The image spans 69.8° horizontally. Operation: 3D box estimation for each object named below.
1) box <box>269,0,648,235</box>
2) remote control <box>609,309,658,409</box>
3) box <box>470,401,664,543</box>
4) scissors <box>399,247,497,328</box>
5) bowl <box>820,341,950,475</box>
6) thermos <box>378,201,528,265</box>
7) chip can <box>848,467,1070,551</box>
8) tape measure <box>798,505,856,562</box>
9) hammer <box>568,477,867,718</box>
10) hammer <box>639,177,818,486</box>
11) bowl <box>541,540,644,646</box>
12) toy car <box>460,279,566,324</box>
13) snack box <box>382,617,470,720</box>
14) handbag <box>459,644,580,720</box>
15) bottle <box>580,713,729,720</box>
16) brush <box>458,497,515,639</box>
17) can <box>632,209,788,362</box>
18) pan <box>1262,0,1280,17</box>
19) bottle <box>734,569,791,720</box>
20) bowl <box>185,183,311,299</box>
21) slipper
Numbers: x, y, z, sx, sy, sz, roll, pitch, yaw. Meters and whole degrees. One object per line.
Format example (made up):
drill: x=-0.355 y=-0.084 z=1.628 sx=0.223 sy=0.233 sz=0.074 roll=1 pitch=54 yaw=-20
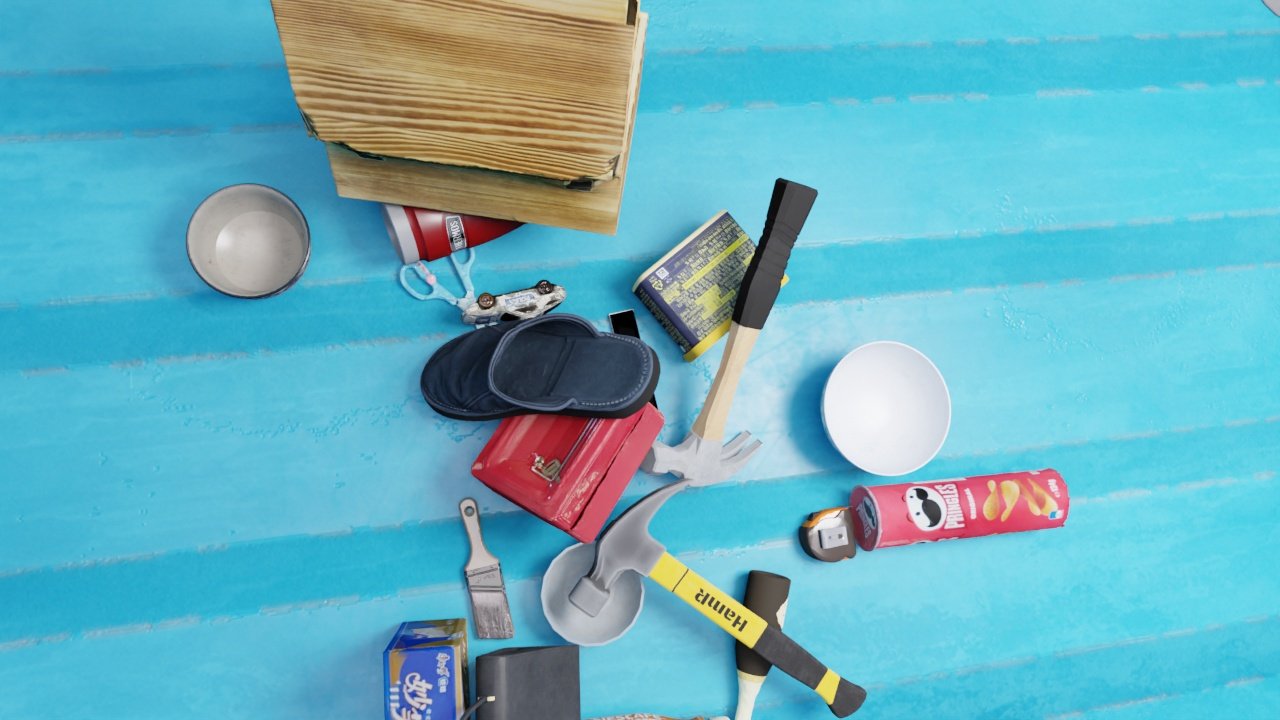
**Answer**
box: x=-0.134 y=-0.291 z=0.794 sx=0.279 sy=0.337 sz=0.285 roll=9 pitch=58 yaw=-2
remote control: x=-0.006 y=0.006 z=1.004 sx=0.028 sy=0.012 sz=0.124 roll=-13 pitch=86 yaw=-11
box: x=-0.069 y=0.087 z=0.917 sx=0.157 sy=0.130 sz=0.097 roll=-56 pitch=139 yaw=-13
scissors: x=-0.182 y=-0.076 z=0.985 sx=0.142 sy=0.015 sz=0.095 roll=38 pitch=78 yaw=-10
bowl: x=0.257 y=0.055 z=1.012 sx=0.144 sy=0.074 sz=0.144 roll=1 pitch=83 yaw=-10
thermos: x=-0.170 y=-0.174 z=0.962 sx=0.198 sy=0.084 sz=0.108 roll=-21 pitch=53 yaw=-16
chip can: x=0.355 y=0.164 z=1.020 sx=0.233 sy=0.073 sz=0.073 roll=-4 pitch=84 yaw=-11
tape measure: x=0.207 y=0.192 z=1.006 sx=0.058 sy=0.038 sz=0.058 roll=-4 pitch=84 yaw=-11
hammer: x=0.098 y=0.259 z=0.937 sx=0.324 sy=0.034 sz=0.169 roll=36 pitch=82 yaw=-5
hammer: x=0.104 y=-0.023 z=0.939 sx=0.131 sy=0.039 sz=0.329 roll=8 pitch=109 yaw=-33
bowl: x=-0.052 y=0.240 z=0.955 sx=0.106 sy=0.039 sz=0.106 roll=1 pitch=83 yaw=-10
toy car: x=-0.133 y=-0.054 z=0.965 sx=0.112 sy=0.049 sz=0.040 roll=-14 pitch=83 yaw=-18
snack box: x=-0.195 y=0.357 z=0.857 sx=0.069 sy=0.155 sz=0.202 roll=-2 pitch=84 yaw=-9
handbag: x=-0.121 y=0.349 z=0.821 sx=0.072 sy=0.195 sz=0.175 roll=-7 pitch=73 yaw=16
bottle: x=0.012 y=0.391 z=0.939 sx=0.167 sy=0.059 sz=0.059 roll=-3 pitch=84 yaw=-11
brush: x=-0.164 y=0.216 z=0.952 sx=0.039 sy=0.012 sz=0.151 roll=-12 pitch=86 yaw=-11
can: x=0.073 y=-0.081 z=0.997 sx=0.135 sy=0.075 sz=0.104 roll=-40 pitch=89 yaw=-12
pan: x=0.952 y=-0.545 z=1.227 sx=0.354 sy=0.024 sz=0.216 roll=-10 pitch=85 yaw=-11
bottle: x=0.120 y=0.319 z=0.974 sx=0.045 sy=0.045 sz=0.184 roll=12 pitch=85 yaw=-8
bowl: x=-0.388 y=-0.114 z=0.926 sx=0.115 sy=0.059 sz=0.115 roll=1 pitch=83 yaw=-10
slipper: x=-0.115 y=-0.002 z=0.884 sx=0.266 sy=0.083 sz=0.108 roll=1 pitch=63 yaw=29
